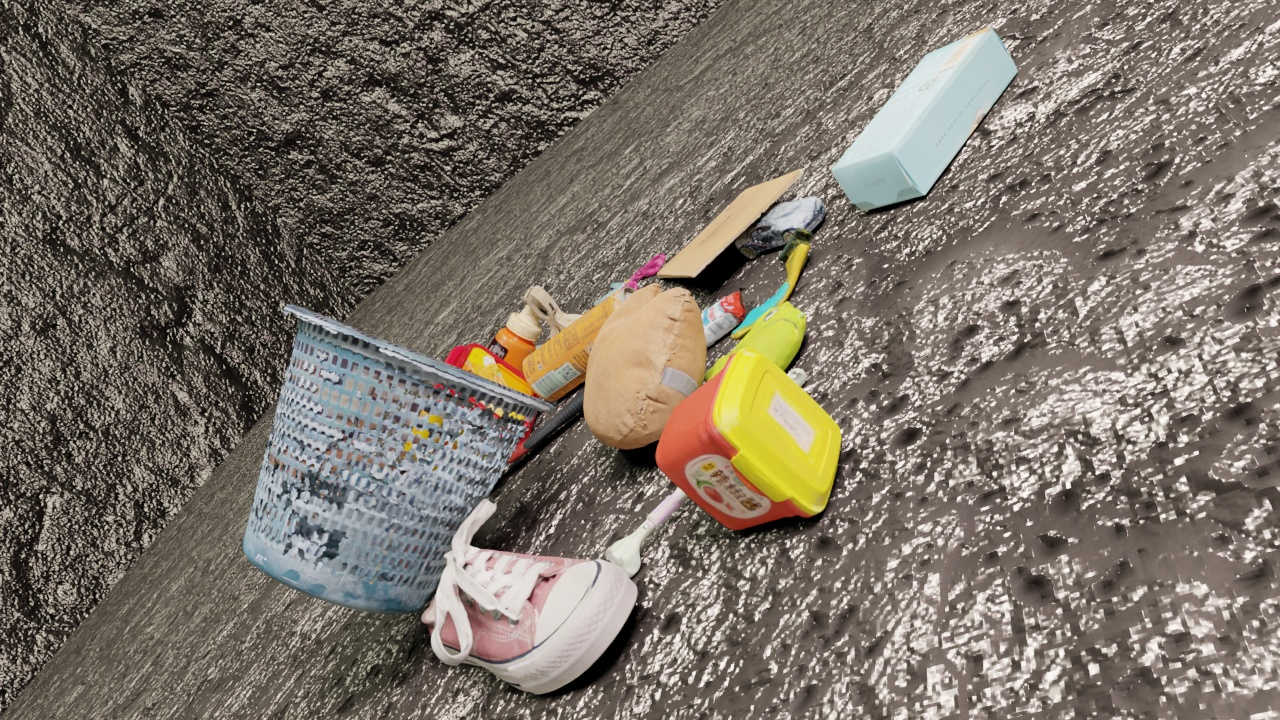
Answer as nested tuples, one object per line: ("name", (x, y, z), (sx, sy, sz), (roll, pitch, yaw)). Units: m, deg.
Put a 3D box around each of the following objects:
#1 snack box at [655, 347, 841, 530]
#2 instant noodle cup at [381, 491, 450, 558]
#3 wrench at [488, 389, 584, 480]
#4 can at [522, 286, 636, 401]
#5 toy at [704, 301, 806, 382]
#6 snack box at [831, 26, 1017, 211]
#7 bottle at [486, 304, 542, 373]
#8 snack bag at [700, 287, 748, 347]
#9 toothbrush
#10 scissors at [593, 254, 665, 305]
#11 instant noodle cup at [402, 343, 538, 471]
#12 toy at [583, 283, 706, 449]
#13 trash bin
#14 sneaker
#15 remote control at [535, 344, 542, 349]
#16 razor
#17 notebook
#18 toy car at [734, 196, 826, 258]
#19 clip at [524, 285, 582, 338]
("snack box", (0.063, 0.051, 0.550), (0.080, 0.091, 0.081), (-35, 19, 43))
("instant noodle cup", (-0.241, 0.159, 0.877), (0.111, 0.111, 0.099), (-50, 23, -19))
("wrench", (-0.099, 0.073, 0.913), (0.273, 0.016, 0.056), (-38, -3, 8))
("can", (-0.055, -0.016, 0.967), (0.146, 0.058, 0.058), (-34, 21, 24))
("toy", (0.088, -0.002, 0.697), (0.100, 0.031, 0.096), (-35, 24, 32))
("snack box", (0.245, -0.206, 0.787), (0.174, 0.051, 0.074), (-50, 19, -21))
("bottle", (-0.155, 0.000, 1.065), (0.150, 0.066, 0.066), (-60, 16, 13))
("snack bag", (0.058, -0.028, 0.817), (0.105, 0.026, 0.045), (-37, 27, 25))
("toothbrush", (0.049, 0.073, 0.635), (0.189, 0.020, 0.029), (-45, 49, -9))
("scissors", (-0.013, -0.099, 1.128), (0.108, 0.017, 0.135), (-47, 16, -7))
("instant noodle cup", (-0.189, 0.066, 0.996), (0.124, 0.116, 0.116), (-46, 16, 27))
("toy", (-0.005, 0.004, 0.774), (0.143, 0.082, 0.226), (-63, 12, 1))
("trash bin", (-0.208, 0.086, 0.736), (0.227, 0.226, 0.195), (12, 80, 67))
("sneaker", (-0.099, 0.162, 0.630), (0.242, 0.088, 0.118), (-18, 31, 53))
("remote control", (-0.140, 0.008, 1.131), (0.150, 0.021, 0.058), (-8, 39, 52))
("razor", (0.111, -0.058, 0.772), (0.132, 0.028, 0.043), (-53, -2, -36))
("notebook", (0.087, -0.139, 0.969), (0.148, 0.008, 0.207), (-44, 9, -2))
("toy car", (0.132, -0.130, 0.881), (0.106, 0.031, 0.048), (-11, 38, 56))
("clip", (-0.094, -0.033, 1.045), (0.095, 0.102, 0.034), (-60, 3, 47))
